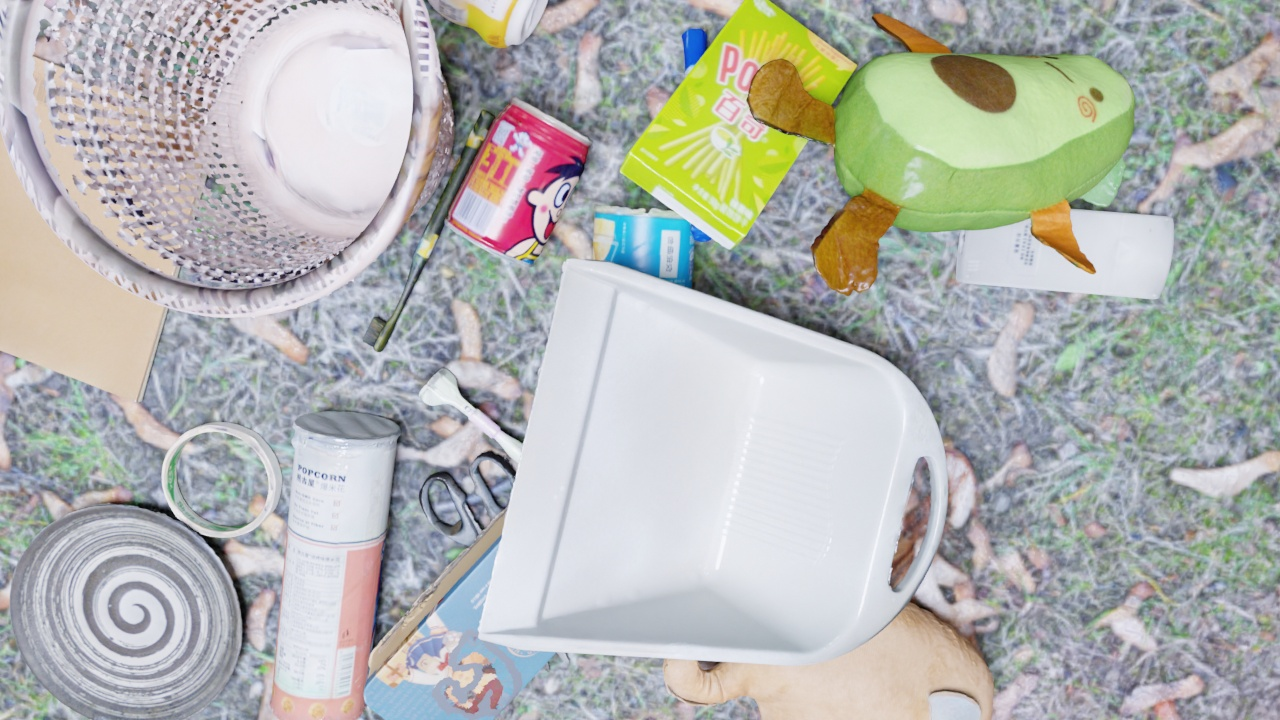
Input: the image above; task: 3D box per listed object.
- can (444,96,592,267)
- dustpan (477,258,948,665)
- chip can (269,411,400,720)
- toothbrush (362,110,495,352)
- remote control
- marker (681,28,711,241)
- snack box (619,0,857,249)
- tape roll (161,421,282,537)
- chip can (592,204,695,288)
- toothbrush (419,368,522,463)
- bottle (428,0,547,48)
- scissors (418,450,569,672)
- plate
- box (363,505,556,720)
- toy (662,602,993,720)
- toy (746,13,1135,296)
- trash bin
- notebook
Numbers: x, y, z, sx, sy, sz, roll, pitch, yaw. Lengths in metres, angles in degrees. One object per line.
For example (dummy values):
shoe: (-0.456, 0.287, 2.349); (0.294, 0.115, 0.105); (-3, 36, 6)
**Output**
can: (-0.079, -0.117, 0.602); (0.066, 0.066, 0.094); (29, 100, -2)
dustpan: (0.068, 0.078, 0.552); (0.143, 0.257, 0.222); (13, 90, 41)
chip can: (-0.218, 0.148, 0.651); (0.071, 0.071, 0.215); (9, 100, 1)
toothbrush: (-0.148, -0.089, 0.638); (0.017, 0.012, 0.186); (30, 100, 9)
remote control: (0.282, -0.074, 0.613); (0.135, 0.019, 0.056); (4, 99, 2)
marker: (0.037, -0.145, 0.586); (0.017, 0.017, 0.145); (-2, 74, 3)
snack box: (0.063, -0.152, 0.571); (0.086, 0.026, 0.156); (36, 68, -4)
tape roll: (-0.308, 0.088, 0.675); (0.086, 0.014, 0.086); (0, 99, 3)
chip can: (-0.004, 0.004, 0.616); (0.071, 0.071, 0.210); (4, 99, 2)
toothbrush: (-0.077, 0.075, 0.659); (0.189, 0.020, 0.029); (40, 67, -5)
bottle: (-0.113, -0.249, 0.583); (0.108, 0.063, 0.063); (31, 99, -3)
scissors: (-0.107, 0.153, 0.678); (0.146, 0.014, 0.172); (12, 103, 0)
plate: (-0.384, 0.192, 0.693); (0.179, 0.024, 0.179); (0, 98, 3)
box: (-0.103, 0.180, 0.639); (0.090, 0.061, 0.184); (41, 92, -15)
toy: (0.132, 0.219, 0.640); (0.226, 0.082, 0.143); (20, 86, 2)
toy: (0.193, -0.133, 0.548); (0.246, 0.090, 0.226); (-15, 65, -18)
trash bin: (-0.205, -0.148, 0.539); (0.227, 0.192, 0.227); (1, 99, 3)
notebook: (-0.398, -0.093, 0.652); (0.149, 0.012, 0.211); (21, 100, 0)
